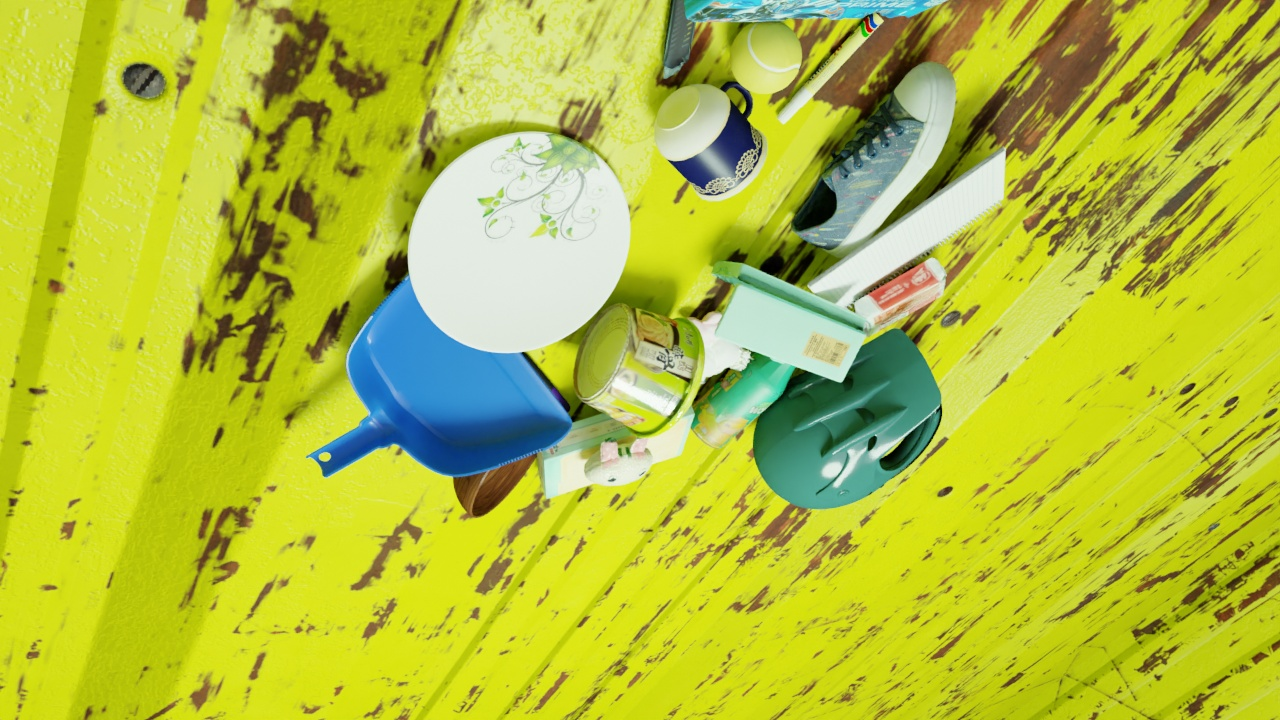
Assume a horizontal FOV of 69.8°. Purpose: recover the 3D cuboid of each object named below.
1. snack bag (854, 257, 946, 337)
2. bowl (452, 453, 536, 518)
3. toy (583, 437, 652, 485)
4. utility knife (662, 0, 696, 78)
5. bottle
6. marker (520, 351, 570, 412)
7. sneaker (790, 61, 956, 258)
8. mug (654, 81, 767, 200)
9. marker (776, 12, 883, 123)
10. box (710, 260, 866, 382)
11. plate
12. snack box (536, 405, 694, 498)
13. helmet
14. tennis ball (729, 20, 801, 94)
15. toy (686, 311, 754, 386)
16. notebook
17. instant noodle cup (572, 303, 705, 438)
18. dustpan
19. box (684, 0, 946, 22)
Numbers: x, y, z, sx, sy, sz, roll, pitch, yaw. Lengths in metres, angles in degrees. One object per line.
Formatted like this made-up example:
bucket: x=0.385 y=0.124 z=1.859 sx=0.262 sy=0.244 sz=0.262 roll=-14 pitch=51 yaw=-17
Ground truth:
snack bag: x=0.326 y=-0.078 z=1.155 sx=0.116 sy=0.036 sz=0.077 roll=-30 pitch=160 yaw=6
bowl: x=-0.180 y=0.108 z=1.095 sx=0.147 sy=0.069 sz=0.147 roll=-52 pitch=167 yaw=-17
toy: x=-0.028 y=0.124 z=1.093 sx=0.087 sy=0.050 sz=0.113 roll=-6 pitch=145 yaw=-31
utility knife: x=0.041 y=-0.324 z=0.793 sx=0.028 sy=0.020 sz=0.173 roll=-6 pitch=135 yaw=-19
bottle: x=0.151 y=0.025 z=1.174 sx=0.068 sy=0.068 sz=0.210 roll=25 pitch=120 yaw=-41
marker: x=-0.117 y=0.026 z=1.089 sx=0.015 sy=0.018 sz=0.134 roll=-13 pitch=142 yaw=18
sneaker: x=0.239 y=-0.206 z=0.964 sx=0.079 sy=0.087 sz=0.236 roll=7 pitch=134 yaw=-24
mug: x=0.067 y=-0.224 z=0.873 sx=0.089 sy=0.086 sz=0.111 roll=36 pitch=77 yaw=-42
marker: x=0.184 y=-0.286 z=0.903 sx=0.014 sy=0.014 sz=0.133 roll=24 pitch=120 yaw=-40
box: x=0.162 y=-0.039 z=1.055 sx=0.188 sy=0.077 sz=0.093 roll=20 pitch=89 yaw=-27
plate: x=-0.120 y=-0.116 z=0.910 sx=0.229 sy=0.030 sz=0.230 roll=-14 pitch=123 yaw=-22
snack box: x=-0.034 y=0.108 z=1.159 sx=0.193 sy=0.044 sz=0.142 roll=-16 pitch=156 yaw=-12
helmet: x=0.270 y=0.083 z=1.195 sx=0.275 sy=0.176 sz=0.200 roll=-36 pitch=152 yaw=23
tennis ball: x=0.115 y=-0.278 z=0.840 sx=0.065 sy=0.065 sz=0.065 roll=-13 pitch=138 yaw=-12
toy: x=0.082 y=-0.020 z=1.118 sx=0.095 sy=0.041 sz=0.109 roll=-23 pitch=133 yaw=-2
notebook: x=0.314 y=-0.140 z=1.065 sx=0.246 sy=0.013 sz=0.177 roll=-36 pitch=162 yaw=13
instant noodle cup: x=-0.006 y=0.006 z=1.032 sx=0.097 sy=0.146 sz=0.146 roll=24 pitch=121 yaw=-28
dustpan: x=-0.248 y=0.048 z=0.978 sx=0.258 sy=0.059 sz=0.245 roll=-28 pitch=113 yaw=18
box: x=0.159 y=-0.359 z=0.782 sx=0.243 sy=0.094 sz=0.115 roll=-10 pitch=97 yaw=-23
